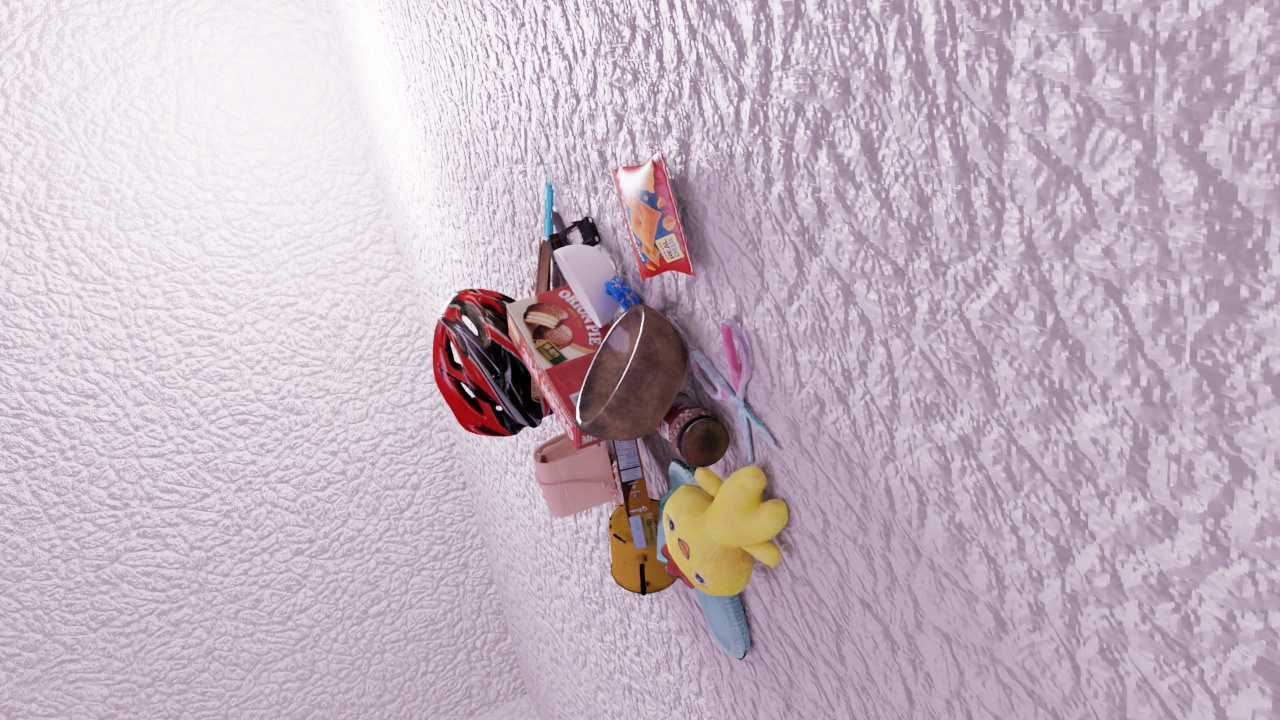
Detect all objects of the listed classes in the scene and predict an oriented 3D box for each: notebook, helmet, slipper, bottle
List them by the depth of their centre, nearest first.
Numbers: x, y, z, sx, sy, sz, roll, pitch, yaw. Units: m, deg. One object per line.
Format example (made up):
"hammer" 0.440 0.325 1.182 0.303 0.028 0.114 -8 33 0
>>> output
"bottle" 0.054 0.075 1.040 0.105 0.056 0.056 -139 35 -64
"slipper" 0.073 0.259 1.159 0.116 0.069 0.276 12 120 64
"notebook" -0.154 -0.061 1.431 0.211 0.022 0.168 98 174 -53
"helmet" -0.245 0.002 1.577 0.167 0.216 0.272 -6 116 37

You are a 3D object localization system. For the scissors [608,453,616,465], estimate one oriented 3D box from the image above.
"scissors" -0.035 0.151 1.419 0.160 0.014 0.121 42 156 51

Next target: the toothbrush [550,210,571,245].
"toothbrush" -0.093 -0.143 1.310 0.013 0.012 0.167 100 147 -69

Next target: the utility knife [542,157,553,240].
"utility knife" -0.134 -0.234 1.334 0.022 0.015 0.149 52 151 35

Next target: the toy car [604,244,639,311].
"toy car" -0.007 -0.092 1.128 0.092 0.062 0.033 48 175 -38

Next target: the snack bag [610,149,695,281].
"snack bag" 0.014 -0.150 0.973 0.144 0.039 0.131 9 117 68

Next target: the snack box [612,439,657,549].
"snack box" -0.013 0.145 1.230 0.101 0.031 0.185 80 178 -55

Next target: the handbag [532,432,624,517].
"handbag" -0.086 0.212 1.428 0.199 0.116 0.187 82 162 -48

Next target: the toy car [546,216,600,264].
"toy car" -0.089 -0.160 1.228 0.093 0.037 0.040 -20 88 46

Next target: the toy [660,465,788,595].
"toy" 0.092 0.187 1.017 0.133 0.092 0.208 58 148 16

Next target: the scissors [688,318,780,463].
"scissors" 0.094 0.028 0.968 0.175 0.013 0.171 30 140 60

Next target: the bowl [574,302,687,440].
"bowl" -0.007 0.021 1.052 0.163 0.070 0.162 -55 19 28

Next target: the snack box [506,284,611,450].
"snack box" -0.082 0.001 1.206 0.236 0.113 0.060 55 156 37

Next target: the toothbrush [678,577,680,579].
"toothbrush" 0.062 0.312 1.315 0.015 0.015 0.185 69 160 -2

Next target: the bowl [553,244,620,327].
"bowl" -0.060 -0.103 1.177 0.114 0.050 0.115 57 173 10

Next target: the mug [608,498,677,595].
"mug" 0.005 0.263 1.277 0.123 0.100 0.094 -86 -7 -57
